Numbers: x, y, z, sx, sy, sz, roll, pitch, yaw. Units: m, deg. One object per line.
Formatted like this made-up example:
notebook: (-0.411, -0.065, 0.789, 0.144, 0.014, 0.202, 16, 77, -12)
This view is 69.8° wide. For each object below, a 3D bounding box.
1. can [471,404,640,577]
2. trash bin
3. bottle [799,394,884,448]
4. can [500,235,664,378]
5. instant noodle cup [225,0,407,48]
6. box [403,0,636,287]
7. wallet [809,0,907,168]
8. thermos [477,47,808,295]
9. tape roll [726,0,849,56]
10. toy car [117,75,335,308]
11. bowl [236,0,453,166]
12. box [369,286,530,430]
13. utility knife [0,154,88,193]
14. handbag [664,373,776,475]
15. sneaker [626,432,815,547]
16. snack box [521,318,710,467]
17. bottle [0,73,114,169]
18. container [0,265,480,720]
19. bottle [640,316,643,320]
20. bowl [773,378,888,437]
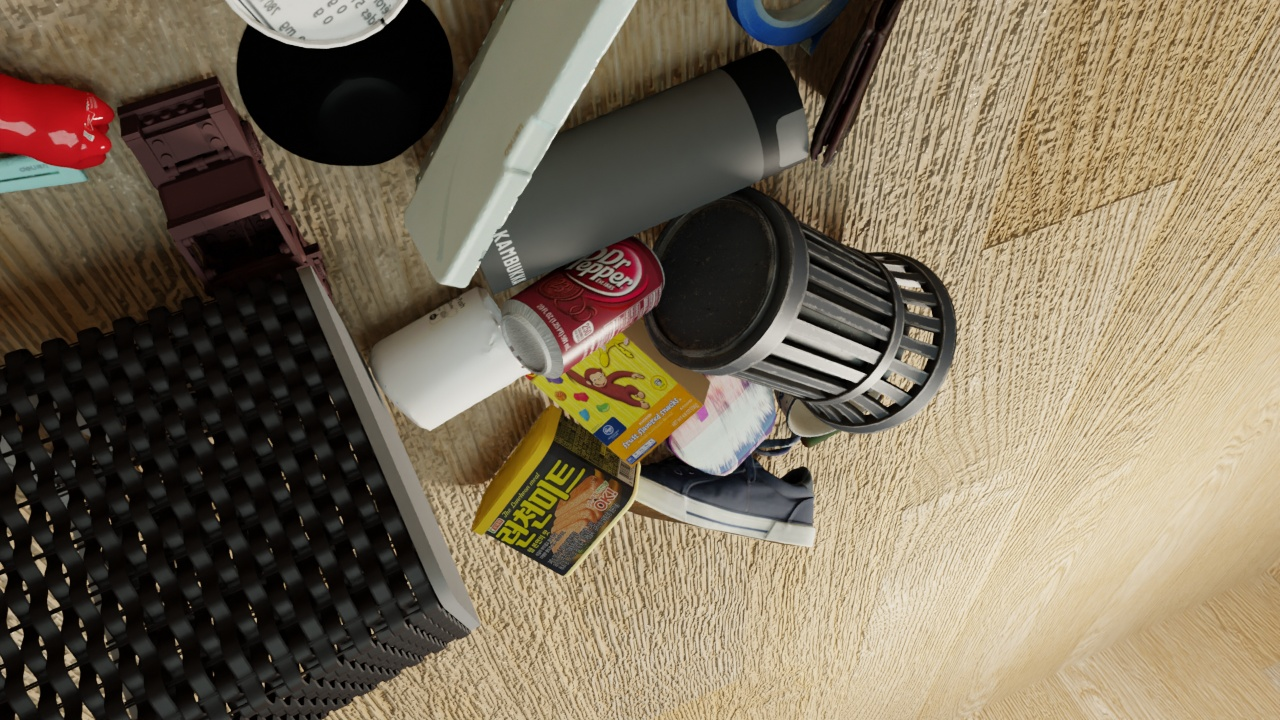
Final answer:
can: (-0.076, 0.123, 0.841, 0.101, 0.072, 0.131, 32, 117, -13)
trash bin: (0.124, -0.039, 0.736, 0.227, 0.164, 0.165, 16, 124, -45)
bottle: (0.229, 0.065, 1.040, 0.106, 0.025, 0.025, -29, 142, 0)
can: (-0.040, -0.040, 0.649, 0.113, 0.063, 0.063, -37, 149, -30)
instant noodle cup: (-0.155, -0.209, 0.411, 0.123, 0.121, 0.124, -17, 141, -15)
box: (-0.080, -0.152, 0.512, 0.043, 0.136, 0.198, 15, 124, -37)
wallet: (0.152, -0.199, 0.635, 0.031, 0.119, 0.100, 24, 129, 6)
thermos: (-0.006, -0.130, 0.626, 0.240, 0.082, 0.082, -24, 142, -6)
tape roll: (0.102, -0.254, 0.607, 0.093, 0.016, 0.092, 5, 131, -36)
toy car: (-0.240, -0.078, 0.554, 0.070, 0.061, 0.170, -22, 142, -9)
bowl: (-0.162, -0.151, 0.528, 0.124, 0.052, 0.124, -17, 141, -15)
box: (-0.118, -0.011, 0.696, 0.161, 0.081, 0.092, -32, 119, 1)
utility knife: (-0.390, -0.091, 0.489, 0.168, 0.015, 0.022, -13, 141, -14)
handbag: (0.069, 0.016, 0.851, 0.144, 0.068, 0.170, -41, 138, -26)
sneaker: (0.079, 0.119, 0.974, 0.294, 0.127, 0.121, 15, 168, -33)
snack box: (-0.021, 0.012, 0.745, 0.126, 0.040, 0.088, 42, 119, -9)
bottle: (-0.341, -0.127, 0.451, 0.141, 0.042, 0.042, 7, 129, -37)
container: (-0.263, 0.115, 0.573, 0.243, 0.245, 0.248, -24, 164, -13)
bottle: (-0.005, 0.005, 0.797, 0.063, 0.063, 0.109, -11, 138, -22)
bowl: (0.186, 0.017, 0.931, 0.115, 0.059, 0.116, -17, 141, -15)
